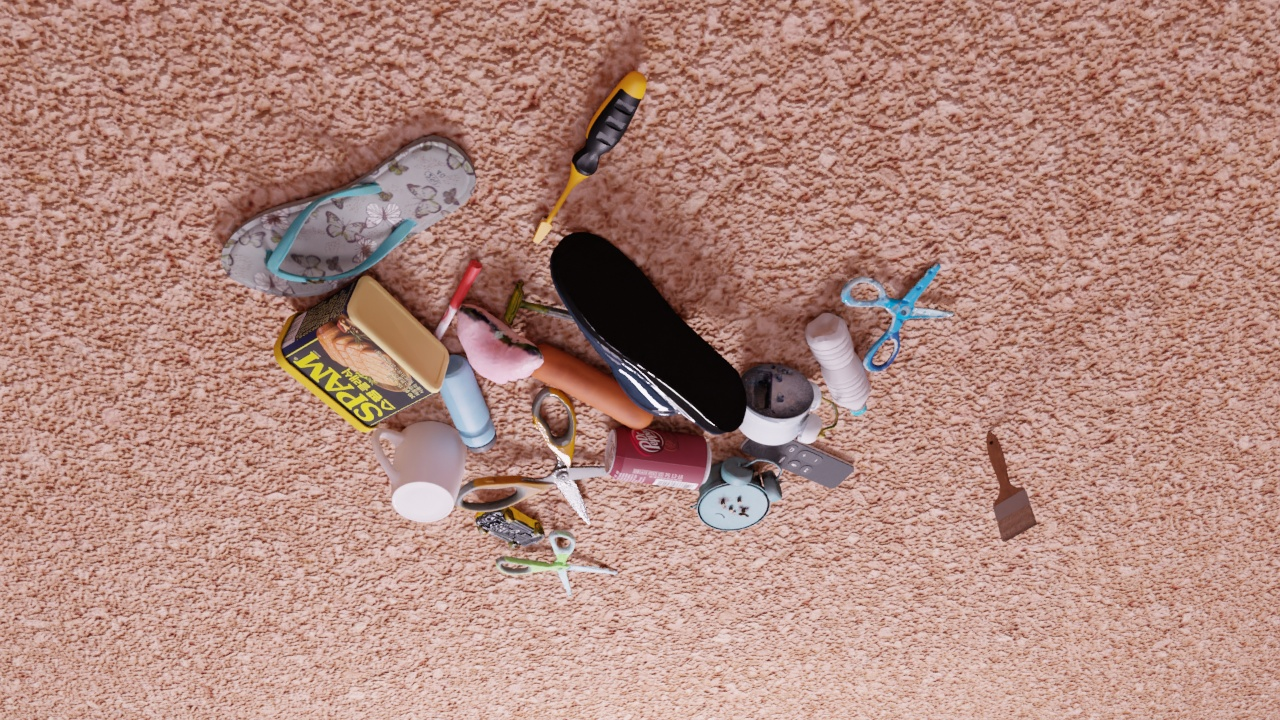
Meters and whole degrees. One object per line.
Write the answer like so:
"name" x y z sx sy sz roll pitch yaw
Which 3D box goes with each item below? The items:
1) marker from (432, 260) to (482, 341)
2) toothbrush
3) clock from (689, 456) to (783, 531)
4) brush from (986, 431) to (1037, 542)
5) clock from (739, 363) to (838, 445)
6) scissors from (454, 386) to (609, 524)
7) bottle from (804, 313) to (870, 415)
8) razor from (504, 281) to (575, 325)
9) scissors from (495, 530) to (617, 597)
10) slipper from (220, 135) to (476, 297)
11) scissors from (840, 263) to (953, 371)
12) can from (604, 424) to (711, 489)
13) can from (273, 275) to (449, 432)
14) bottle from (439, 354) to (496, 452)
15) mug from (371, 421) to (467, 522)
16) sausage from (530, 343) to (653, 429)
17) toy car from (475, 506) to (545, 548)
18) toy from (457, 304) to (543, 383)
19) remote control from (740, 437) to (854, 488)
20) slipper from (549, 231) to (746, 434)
"marker" -0.197 -0.047 0.943 0.012 0.012 0.143 22 125 -21
"toothbrush" -0.050 -0.179 0.831 0.031 0.030 0.197 20 129 -25
"clock" 0.119 0.155 1.107 0.090 0.053 0.124 26 124 -24
"brush" 0.417 0.137 1.052 0.008 0.142 0.045 26 132 -22
"clock" 0.158 0.050 1.000 0.117 0.083 0.057 9 135 3
"scissors" -0.115 0.129 1.076 0.230 0.016 0.225 -20 127 -3
"bottle" 0.218 0.009 0.996 0.044 0.044 0.136 -21 128 13
"razor" -0.083 -0.049 0.944 0.105 0.026 0.043 13 126 -19
"scissors" -0.103 0.267 1.199 0.171 0.024 0.166 10 130 -26
"slipper" -0.271 -0.116 0.855 0.269 0.054 0.098 -22 130 13
"scissors" 0.265 -0.044 0.961 0.134 0.011 0.140 3 118 -16
"can" 0.020 0.111 1.055 0.114 0.063 0.063 9 129 -13
"can" -0.276 -0.006 0.924 0.105 0.075 0.135 -26 126 23
"bottle" -0.190 0.053 1.009 0.040 0.040 0.130 -10 130 5
"mug" -0.253 0.120 1.030 0.114 0.087 0.081 32 121 -27
"sausage" -0.051 0.030 0.998 0.164 0.039 0.045 30 161 -26
"toy car" -0.161 0.206 1.146 0.049 0.030 0.107 -27 140 18
"toy" -0.149 -0.008 0.948 0.102 0.050 0.093 33 149 7
"remote control" 0.191 0.118 1.109 0.146 0.008 0.045 24 125 -22
"slipper" -0.007 -0.012 0.926 0.084 0.108 0.265 -25 123 42
